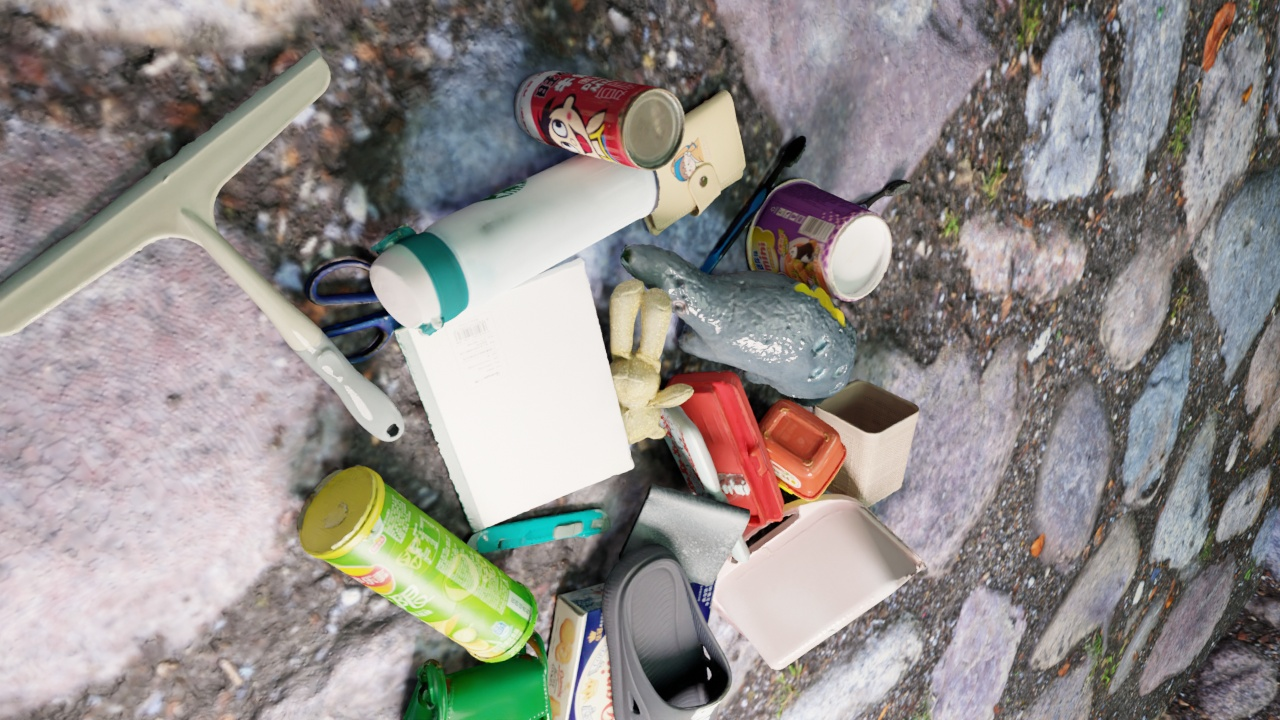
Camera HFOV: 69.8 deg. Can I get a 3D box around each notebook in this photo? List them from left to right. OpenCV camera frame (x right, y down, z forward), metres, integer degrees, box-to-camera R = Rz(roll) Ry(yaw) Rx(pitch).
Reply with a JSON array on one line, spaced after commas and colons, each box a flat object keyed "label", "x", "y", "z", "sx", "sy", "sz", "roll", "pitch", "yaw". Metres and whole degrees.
[{"label": "notebook", "x": -0.091, "y": 0.035, "z": 0.728, "sx": 0.150, "sy": 0.012, "sz": 0.209, "roll": -22, "pitch": 127, "yaw": -14}]

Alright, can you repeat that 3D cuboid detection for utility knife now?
[{"label": "utility knife", "x": -0.086, "y": 0.153, "z": 0.821, "sx": 0.161, "sy": 0.013, "sz": 0.029, "roll": -2, "pitch": 108, "yaw": -41}]

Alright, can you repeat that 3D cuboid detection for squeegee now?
[{"label": "squeegee", "x": -0.223, "y": -0.021, "z": 0.590, "sx": 0.246, "sy": 0.039, "sz": 0.247, "roll": -44, "pitch": 129, "yaw": -15}]

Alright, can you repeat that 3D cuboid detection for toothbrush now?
[{"label": "toothbrush", "x": 0.100, "y": -0.135, "z": 0.856, "sx": 0.189, "sy": 0.014, "sz": 0.016, "roll": -54, "pitch": 160, "yaw": -8}, {"label": "toothbrush", "x": 0.218, "y": -0.150, "z": 0.951, "sx": 0.188, "sy": 0.017, "sz": 0.014, "roll": -30, "pitch": 120, "yaw": -26}]

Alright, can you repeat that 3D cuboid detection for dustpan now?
[{"label": "dustpan", "x": 0.197, "y": 0.245, "z": 1.060, "sx": 0.223, "sy": 0.139, "sz": 0.273, "roll": -38, "pitch": 160, "yaw": 6}]

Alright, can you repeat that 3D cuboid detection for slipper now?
[{"label": "slipper", "x": 0.030, "y": 0.300, "z": 0.879, "sx": 0.110, "sy": 0.083, "sz": 0.268, "roll": -28, "pitch": 123, "yaw": -29}]

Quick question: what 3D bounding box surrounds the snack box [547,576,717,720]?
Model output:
[{"label": "snack box", "x": -0.013, "y": 0.306, "z": 0.932, "sx": 0.182, "sy": 0.046, "sz": 0.178, "roll": -4, "pitch": 111, "yaw": -41}]

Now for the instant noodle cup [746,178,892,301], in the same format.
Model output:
[{"label": "instant noodle cup", "x": 0.174, "y": -0.108, "z": 0.867, "sx": 0.111, "sy": 0.099, "sz": 0.112, "roll": -16, "pitch": 118, "yaw": -32}]

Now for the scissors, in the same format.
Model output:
[{"label": "scissors", "x": -0.160, "y": -0.034, "z": 0.670, "sx": 0.173, "sy": 0.012, "sz": 0.128, "roll": 21, "pitch": 95, "yaw": -43}]

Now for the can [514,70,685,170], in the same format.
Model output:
[{"label": "can", "x": -0.032, "y": -0.169, "z": 0.638, "sx": 0.053, "sy": 0.133, "sz": 0.053, "roll": -19, "pitch": 120, "yaw": -35}]

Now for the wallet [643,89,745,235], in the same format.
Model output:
[{"label": "wallet", "x": 0.043, "y": -0.165, "z": 0.784, "sx": 0.115, "sy": 0.024, "sz": 0.087, "roll": -39, "pitch": 131, "yaw": -23}]

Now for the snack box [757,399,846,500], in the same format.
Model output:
[{"label": "snack box", "x": 0.160, "y": 0.087, "z": 0.941, "sx": 0.082, "sy": 0.091, "sz": 0.080, "roll": -52, "pitch": 160, "yaw": -12}]

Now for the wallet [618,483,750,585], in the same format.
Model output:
[{"label": "wallet", "x": 0.039, "y": 0.167, "z": 0.871, "sx": 0.097, "sy": 0.019, "sz": 0.121, "roll": 16, "pitch": 131, "yaw": -5}]

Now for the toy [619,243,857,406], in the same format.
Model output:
[{"label": "toy", "x": 0.122, "y": -0.022, "z": 0.850, "sx": 0.356, "sy": 0.138, "sz": 0.091, "roll": 30, "pitch": 66, "yaw": -44}]

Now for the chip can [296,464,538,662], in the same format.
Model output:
[{"label": "chip can", "x": -0.164, "y": 0.166, "z": 0.717, "sx": 0.072, "sy": 0.073, "sz": 0.221, "roll": -50, "pitch": 133, "yaw": -12}]

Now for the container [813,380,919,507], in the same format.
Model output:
[{"label": "container", "x": 0.250, "y": 0.098, "z": 1.043, "sx": 0.090, "sy": 0.090, "sz": 0.111, "roll": -21, "pitch": 125, "yaw": -34}]

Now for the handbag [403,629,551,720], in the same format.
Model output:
[{"label": "handbag", "x": -0.142, "y": 0.305, "z": 0.810, "sx": 0.131, "sy": 0.068, "sz": 0.120, "roll": -2, "pitch": 103, "yaw": -40}]

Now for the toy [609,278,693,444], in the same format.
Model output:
[{"label": "toy", "x": -0.005, "y": 0.005, "z": 0.784, "sx": 0.066, "sy": 0.105, "sz": 0.157, "roll": -78, "pitch": 174, "yaw": -54}]

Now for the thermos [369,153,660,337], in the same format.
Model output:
[{"label": "thermos", "x": -0.087, "y": -0.094, "z": 0.657, "sx": 0.223, "sy": 0.073, "sz": 0.073, "roll": -34, "pitch": 128, "yaw": -33}]

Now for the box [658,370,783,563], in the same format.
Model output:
[{"label": "box", "x": 0.070, "y": 0.111, "z": 0.883, "sx": 0.091, "sy": 0.095, "sz": 0.201, "roll": -68, "pitch": 145, "yaw": -43}]
